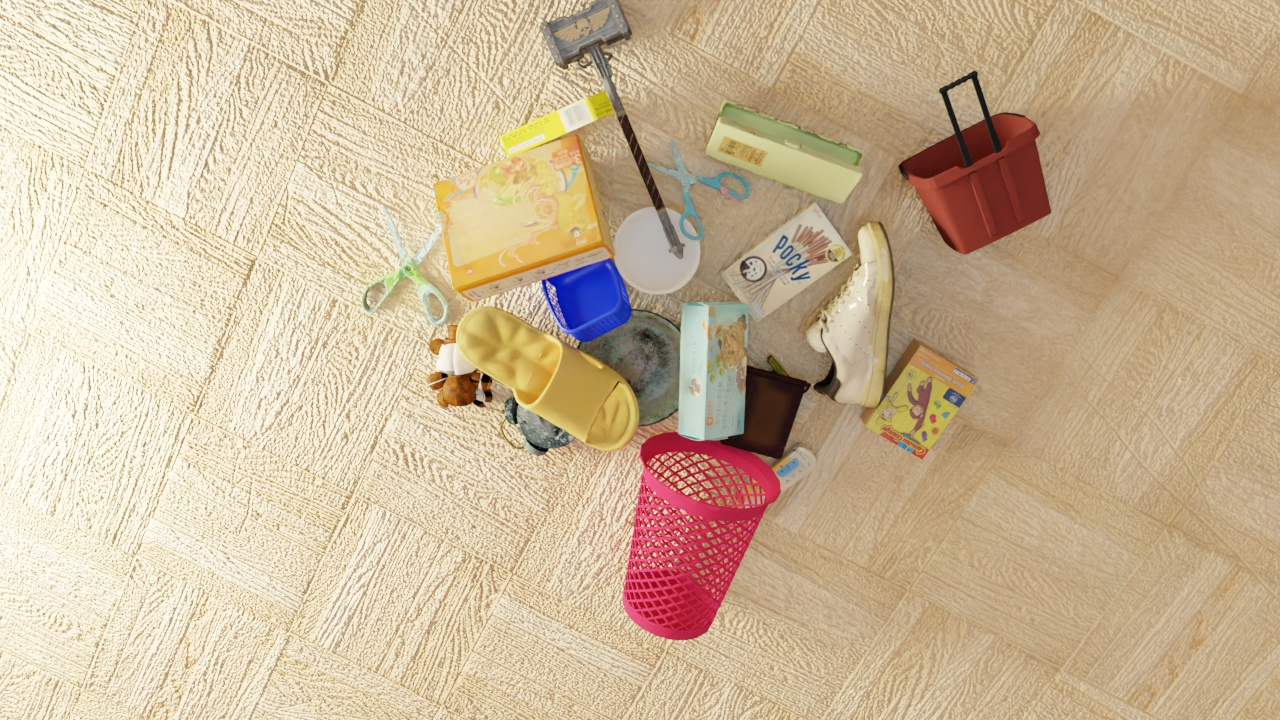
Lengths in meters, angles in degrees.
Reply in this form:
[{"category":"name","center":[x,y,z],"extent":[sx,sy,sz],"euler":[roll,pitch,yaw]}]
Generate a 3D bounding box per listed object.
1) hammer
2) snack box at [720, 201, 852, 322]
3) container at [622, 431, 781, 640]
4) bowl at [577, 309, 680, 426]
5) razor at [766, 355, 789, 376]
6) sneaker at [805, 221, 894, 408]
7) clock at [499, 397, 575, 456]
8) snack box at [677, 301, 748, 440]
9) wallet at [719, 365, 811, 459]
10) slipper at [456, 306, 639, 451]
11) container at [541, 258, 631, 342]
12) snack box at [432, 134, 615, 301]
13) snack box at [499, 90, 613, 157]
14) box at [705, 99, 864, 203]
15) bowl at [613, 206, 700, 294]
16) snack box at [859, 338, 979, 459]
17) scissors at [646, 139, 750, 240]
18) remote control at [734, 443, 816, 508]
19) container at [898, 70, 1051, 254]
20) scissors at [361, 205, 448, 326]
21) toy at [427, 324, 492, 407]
[{"category":"hammer","center":[-0.013,-0.274,1.118],"extent":[0.098,0.044,0.322],"euler":[-22,96,9]},{"category":"snack box","center":[0.185,-0.125,1.168],"extent":[0.150,0.026,0.082],"euler":[-37,100,12]},{"category":"container","center":[0.062,0.236,1.203],"extent":[0.183,0.183,0.226],"euler":[14,112,0]},{"category":"bowl","center":[-0.007,0.007,1.207],"extent":[0.157,0.038,0.157],"euler":[1,104,3]},{"category":"razor","center":[0.146,0.041,1.216],"extent":[0.106,0.026,0.042],"euler":[-39,101,16]},{"category":"sneaker","center":[0.261,-0.056,1.155],"extent":[0.102,0.088,0.242],"euler":[2,110,9]},{"category":"clock","center":[-0.129,0.076,1.226],"extent":[0.129,0.052,0.090],"euler":[-30,101,9]},{"category":"snack box","center":[0.092,0.012,1.168],"extent":[0.074,0.053,0.175],"euler":[-4,98,-40]},{"category":"wallet","center":[0.162,0.068,1.206],"extent":[0.091,0.018,0.116],"euler":[15,114,0]},{"category":"slipper","center":[-0.115,0.018,1.151],"extent":[0.263,0.078,0.099],"euler":[32,89,1]},{"category":"container","center":[-0.066,-0.085,1.157],"extent":[0.096,0.058,0.114],"euler":[-26,66,10]},{"category":"snack box","center":[-0.142,-0.172,1.131],"extent":[0.195,0.080,0.145],"euler":[-17,75,10]},{"category":"snack box","center":[-0.103,-0.283,1.106],"extent":[0.148,0.040,0.029],"euler":[-13,107,36]},{"category":"box","center":[0.175,-0.252,1.125],"extent":[0.188,0.089,0.078],"euler":[18,124,-3]},{"category":"bowl","center":[0.018,-0.136,1.163],"extent":[0.110,0.040,0.110],"euler":[0,87,-8]},{"category":"snack box","center":[0.361,0.050,1.194],"extent":[0.088,0.040,0.126],"euler":[30,104,-4]},{"category":"scissors","center":[0.065,-0.207,1.149],"extent":[0.136,0.015,0.125],"euler":[18,83,0]},{"category":"remote control","center":[0.184,0.162,1.246],"extent":[0.126,0.018,0.038],"euler":[-41,98,14]},{"category":"container","center":[0.384,-0.243,1.074],"extent":[0.148,0.127,0.201],"euler":[-26,111,9]},{"category":"scissors","center":[-0.300,-0.119,1.210],"extent":[0.168,0.023,0.172],"euler":[44,105,-2]},{"category":"toy","center":[-0.239,0.009,1.215],"extent":[0.087,0.067,0.112],"euler":[0,95,4]}]
